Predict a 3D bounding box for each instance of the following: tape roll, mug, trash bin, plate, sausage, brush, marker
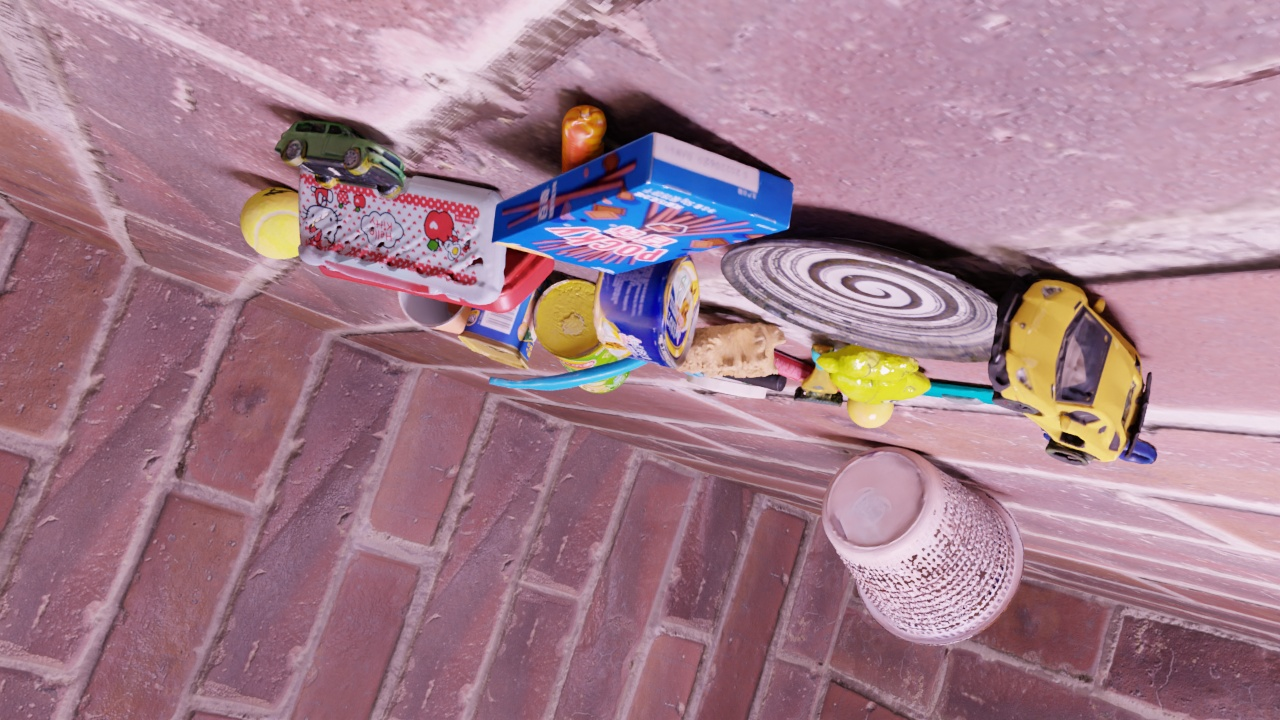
[{"bbox_3d":[0.091,0.024,0.975,0.086,0.014,0.085,11,-175,-1],"label":"tape roll"},{"bbox_3d":[-0.174,-0.059,0.909,0.078,0.078,0.122,16,175,19],"label":"mug"},{"bbox_3d":[0.335,0.216,1.152,0.228,0.227,0.192,9,155,48],"label":"trash bin"},{"bbox_3d":[0.133,-0.039,0.532,0.179,0.024,0.179,18,170,3],"label":"plate"},{"bbox_3d":[-0.032,-0.102,0.496,0.021,0.021,0.165,19,172,-2],"label":"sausage"},{"bbox_3d":[-0.005,0.005,0.765,0.255,0.046,0.083,-9,173,13],"label":"brush"},{"bbox_3d":[0.088,0.009,0.940,0.132,0.020,0.022,13,160,34],"label":"marker"},{"bbox_3d":[0.122,0.001,0.821,0.155,0.020,0.020,22,171,-18],"label":"sausage"}]

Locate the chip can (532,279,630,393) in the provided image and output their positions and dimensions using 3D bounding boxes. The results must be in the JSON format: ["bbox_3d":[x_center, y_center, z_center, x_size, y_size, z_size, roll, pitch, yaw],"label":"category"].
[{"bbox_3d":[-0.051,-0.017,0.898,0.072,0.072,0.221,18,171,8],"label":"chip can"}]

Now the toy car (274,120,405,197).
[{"bbox_3d":[-0.194,-0.133,0.598,0.091,0.036,0.043,16,170,23],"label":"toy car"}]

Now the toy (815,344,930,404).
[{"bbox_3d":[0.179,0.010,0.704,0.096,0.031,0.100,8,163,-1],"label":"toy"}]

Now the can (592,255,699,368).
[{"bbox_3d":[0.007,-0.037,0.646,0.049,0.074,0.148,14,171,11],"label":"can"}]

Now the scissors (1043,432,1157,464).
[{"bbox_3d":[0.344,0.054,0.687,0.141,0.012,0.171,17,173,7],"label":"scissors"}]

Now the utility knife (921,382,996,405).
[{"bbox_3d":[0.239,0.025,0.739,0.029,0.013,0.165,29,167,-37],"label":"utility knife"}]

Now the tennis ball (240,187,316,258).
[{"bbox_3d":[-0.332,-0.126,0.841,0.065,0.065,0.065,18,172,3],"label":"tennis ball"}]

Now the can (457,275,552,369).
[{"bbox_3d":[-0.120,-0.044,0.839,0.057,0.083,0.102,18,171,4],"label":"can"}]

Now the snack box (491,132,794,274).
[{"bbox_3d":[-0.006,-0.076,0.479,0.084,0.026,0.157,11,170,-34],"label":"snack box"}]

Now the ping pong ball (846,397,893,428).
[{"bbox_3d":[0.203,0.040,0.813,0.040,0.040,0.040,18,172,3],"label":"ping pong ball"}]

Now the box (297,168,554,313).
[{"bbox_3d":[-0.171,-0.101,0.682,0.202,0.095,0.099,13,135,28],"label":"box"}]

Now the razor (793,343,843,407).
[{"bbox_3d":[0.150,0.008,0.762,0.043,0.028,0.132,11,164,14],"label":"razor"}]

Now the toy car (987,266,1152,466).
[{"bbox_3d":[0.223,0.008,0.472,0.041,0.071,0.155,12,169,47],"label":"toy car"}]
